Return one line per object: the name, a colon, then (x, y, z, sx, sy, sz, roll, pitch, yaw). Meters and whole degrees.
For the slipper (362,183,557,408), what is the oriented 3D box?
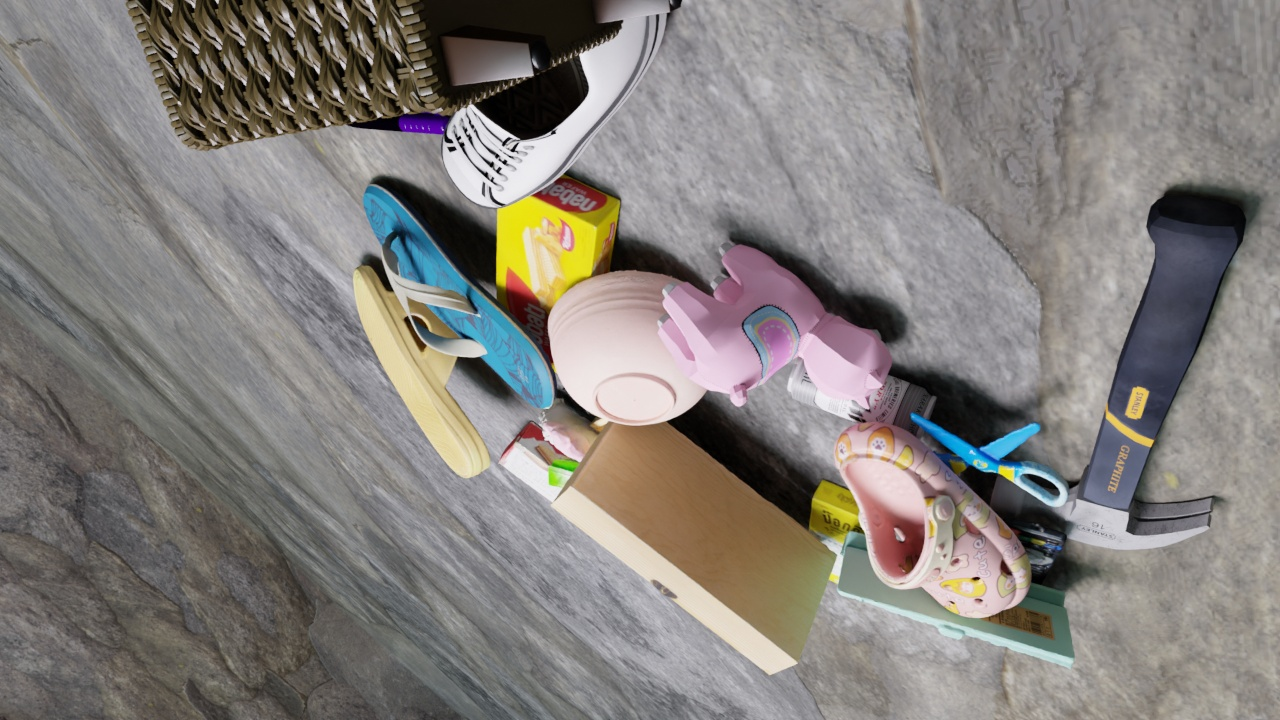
slipper: (-0.184, -0.050, 0.847, 0.295, 0.060, 0.118, 43, 155, 26)

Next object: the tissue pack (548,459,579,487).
tissue pack: (-0.033, 0.131, 1.007, 0.100, 0.034, 0.113, 11, -178, 34)

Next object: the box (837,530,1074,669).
box: (0.263, 0.194, 0.782, 0.187, 0.055, 0.138, 14, -177, 11)

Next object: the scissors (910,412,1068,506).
scissors: (0.247, 0.073, 0.662, 0.127, 0.013, 0.126, 28, 147, -2)

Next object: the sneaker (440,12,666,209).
sneaker: (-0.082, -0.166, 0.606, 0.091, 0.096, 0.246, 54, 142, -7)

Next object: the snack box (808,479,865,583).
snack box: (0.198, 0.176, 0.910, 0.061, 0.025, 0.149, 22, 147, 21)

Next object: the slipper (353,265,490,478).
slipper: (-0.235, 0.006, 1.032, 0.263, 0.078, 0.100, 60, 149, -2)

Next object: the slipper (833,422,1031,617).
slipper: (0.211, 0.133, 0.684, 0.197, 0.081, 0.093, 49, 146, -16)

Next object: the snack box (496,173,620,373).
snack box: (-0.077, -0.072, 0.794, 0.092, 0.042, 0.201, 28, 142, 12)

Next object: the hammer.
hammer: (0.311, 0.024, 0.587, 0.139, 0.035, 0.313, 15, 144, 26)

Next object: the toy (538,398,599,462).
toy: (-0.073, 0.083, 0.980, 0.095, 0.041, 0.108, 36, -171, -5)

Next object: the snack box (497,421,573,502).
snack box: (-0.049, 0.181, 1.138, 0.273, 0.044, 0.077, 38, 144, -6)

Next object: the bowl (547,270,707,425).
bowl: (-0.005, 0.004, 0.761, 0.153, 0.076, 0.153, 2, 141, 2)

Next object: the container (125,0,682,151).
container: (-0.115, -0.267, 0.384, 0.205, 0.175, 0.321, 9, 124, 28)

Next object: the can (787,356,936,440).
can: (0.171, 0.026, 0.712, 0.107, 0.043, 0.044, 22, 147, 21)

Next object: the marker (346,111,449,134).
marker: (-0.210, -0.205, 0.782, 0.134, 0.015, 0.018, 13, 115, 32)

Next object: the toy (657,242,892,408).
toy: (0.098, -0.014, 0.666, 0.157, 0.123, 0.067, 41, 153, 20)

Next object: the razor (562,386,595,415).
razor: (-0.060, 0.004, 0.921, 0.044, 0.021, 0.144, 41, 154, 23)

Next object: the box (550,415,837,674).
box: (0.056, 0.141, 0.879, 0.247, 0.119, 0.252, 39, -170, -5)

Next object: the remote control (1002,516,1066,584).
remote control: (0.310, 0.153, 0.741, 0.045, 0.021, 0.140, 13, 159, 21)
